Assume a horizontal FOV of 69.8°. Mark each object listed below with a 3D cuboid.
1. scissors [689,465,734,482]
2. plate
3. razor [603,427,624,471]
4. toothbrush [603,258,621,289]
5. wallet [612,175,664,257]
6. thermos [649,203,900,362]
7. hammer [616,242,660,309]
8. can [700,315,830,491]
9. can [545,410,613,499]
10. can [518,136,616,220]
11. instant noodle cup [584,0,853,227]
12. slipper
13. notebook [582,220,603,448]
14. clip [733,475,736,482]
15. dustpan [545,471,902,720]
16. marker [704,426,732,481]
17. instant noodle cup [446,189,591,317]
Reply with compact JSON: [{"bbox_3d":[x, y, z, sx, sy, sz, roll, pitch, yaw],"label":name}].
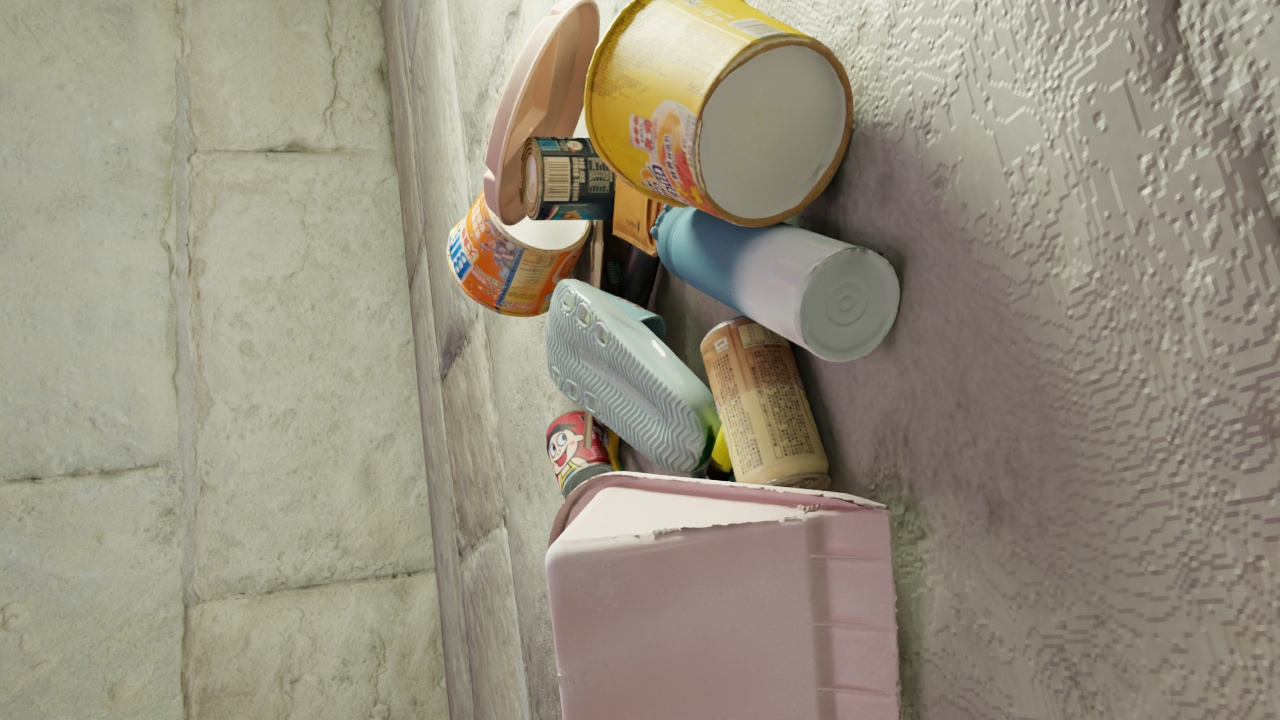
[{"bbox_3d":[0.070,0.048,0.682,0.170,0.019,0.181,-151,61,-68],"label":"scissors"},{"bbox_3d":[-0.097,-0.242,0.893,0.229,0.028,0.229,27,-93,-86],"label":"plate"},{"bbox_3d":[-0.011,0.113,0.908,0.132,0.028,0.043,-117,34,-44],"label":"razor"},{"bbox_3d":[-0.013,-0.015,0.898,0.016,0.018,0.191,126,137,-62],"label":"toothbrush"},{"bbox_3d":[0.010,-0.151,0.700,0.119,0.035,0.131,-132,45,-66],"label":"wallet"},{"bbox_3d":[0.074,-0.061,0.582,0.220,0.070,0.070,-140,49,-63],"label":"thermos"},{"bbox_3d":[0.006,-0.103,0.792,0.128,0.032,0.301,-116,33,-47],"label":"hammer"},{"bbox_3d":[0.079,0.032,0.593,0.059,0.058,0.116,120,142,-57],"label":"can"},{"bbox_3d":[-0.063,0.105,0.986,0.093,0.066,0.067,-117,30,-49],"label":"can"},{"bbox_3d":[-0.049,-0.165,0.834,0.075,0.111,0.075,176,90,-70],"label":"can"},{"bbox_3d":[0.051,-0.148,0.547,0.110,0.137,0.138,45,135,49],"label":"instant noodle cup"},{"bbox_3d":[-0.005,0.004,0.760,0.245,0.074,0.104,39,133,44],"label":"slipper"},{"bbox_3d":[-0.048,-0.037,0.941,0.149,0.012,0.212,-94,7,-68],"label":"notebook"},{"bbox_3d":[0.077,0.095,0.633,0.056,0.027,0.024,-120,30,-62],"label":"clip"},{"bbox_3d":[0.042,0.174,0.598,0.138,0.274,0.222,-27,-64,-71],"label":"dustpan"},{"bbox_3d":[0.058,0.084,0.675,0.018,0.015,0.124,33,136,21],"label":"marker"},{"bbox_3d":[-0.130,-0.140,1.029,0.112,0.151,0.151,-49,48,52],"label":"instant noodle cup"}]
